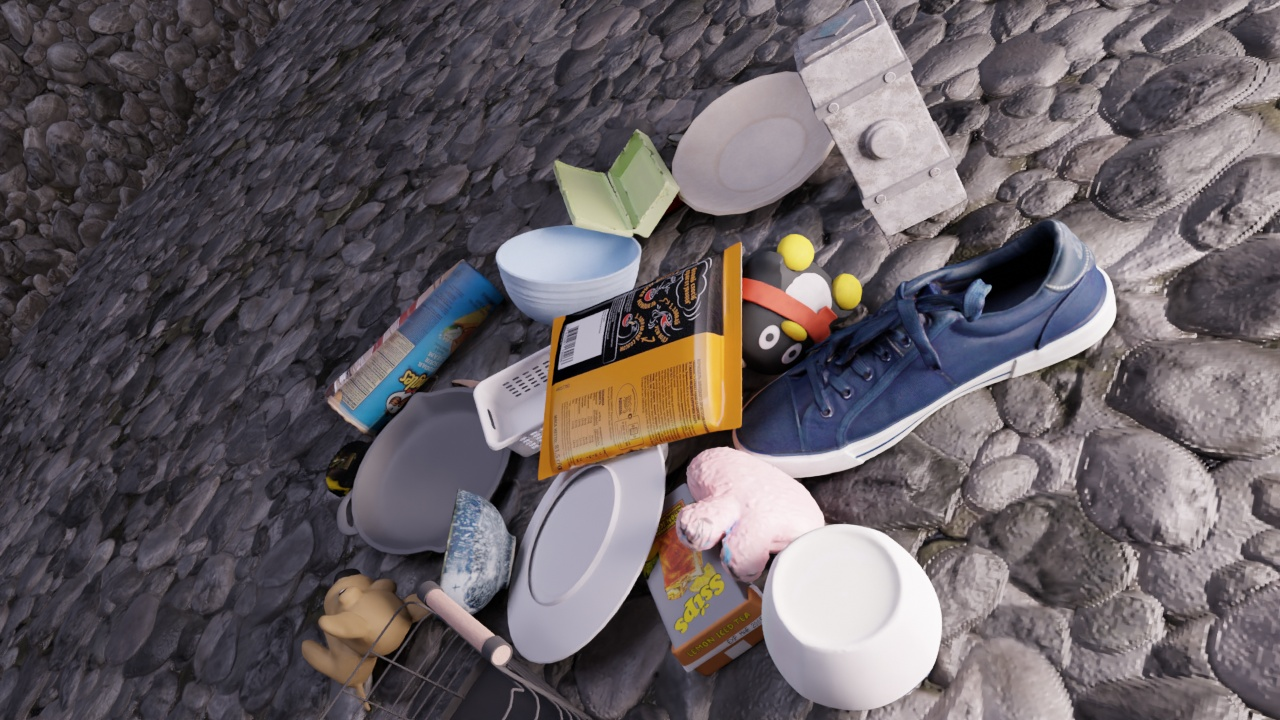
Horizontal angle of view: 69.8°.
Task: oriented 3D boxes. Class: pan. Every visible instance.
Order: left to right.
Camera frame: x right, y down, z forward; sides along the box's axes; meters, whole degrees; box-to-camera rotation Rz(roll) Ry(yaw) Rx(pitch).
[{"bbox_3d":[-0.158,0.082,0.940,0.355,0.024,0.216,-31,46,7],"label":"pan"}]

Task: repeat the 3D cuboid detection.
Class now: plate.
[{"bbox_3d":[-0.053,0.144,0.757,0.209,0.015,0.208,-42,30,31],"label":"plate"},{"bbox_3d":[0.122,-0.221,0.955,0.189,0.027,0.188,-18,52,23],"label":"plate"}]

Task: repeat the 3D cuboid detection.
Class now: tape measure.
[{"bbox_3d":[-0.327,0.122,1.042,0.063,0.038,0.067,-6,53,37],"label":"tape measure"}]

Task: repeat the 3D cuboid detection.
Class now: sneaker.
[{"bbox_3d":[0.182,-0.012,0.662,0.295,0.127,0.120,-30,40,20],"label":"sneaker"}]

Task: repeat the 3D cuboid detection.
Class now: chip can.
[{"bbox_3d":[-0.266,-0.018,1.086,0.229,0.080,0.080,-47,39,-4],"label":"chip can"}]

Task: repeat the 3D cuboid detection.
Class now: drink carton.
[{"bbox_3d":[0.042,0.161,0.684,0.076,0.048,0.124,-37,40,8],"label":"drink carton"}]

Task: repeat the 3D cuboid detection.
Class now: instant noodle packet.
[{"bbox_3d":[-0.005,0.005,0.772,0.221,0.032,0.159,-19,57,38],"label":"instant noodle packet"}]

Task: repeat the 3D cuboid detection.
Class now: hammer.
[{"bbox_3d":[0.206,-0.267,0.855,0.080,0.177,0.325,-25,30,21],"label":"hammer"}]

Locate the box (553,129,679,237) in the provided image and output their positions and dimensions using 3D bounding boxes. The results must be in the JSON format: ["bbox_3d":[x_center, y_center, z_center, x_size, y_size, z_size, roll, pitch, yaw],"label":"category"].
[{"bbox_3d":[-0.026,-0.192,1.025,0.130,0.064,0.188,-19,32,-2],"label":"box"}]

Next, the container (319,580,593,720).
[{"bbox_3d":[-0.158,0.307,0.662,0.163,0.130,0.241,19,69,47],"label":"container"}]

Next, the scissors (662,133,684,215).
[{"bbox_3d":[0.072,-0.221,1.024,0.199,0.015,0.179,-31,42,14],"label":"scissors"}]

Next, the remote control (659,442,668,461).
[{"bbox_3d":[-0.001,0.050,0.848,0.043,0.013,0.136,-29,42,18],"label":"remote control"}]

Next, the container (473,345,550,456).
[{"bbox_3d":[-0.087,0.037,0.879,0.129,0.049,0.080,-28,52,5],"label":"container"}]

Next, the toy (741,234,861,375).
[{"bbox_3d":[0.109,-0.035,0.768,0.119,0.097,0.100,-61,24,-8],"label":"toy"}]

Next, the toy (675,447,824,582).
[{"bbox_3d":[0.074,0.111,0.661,0.108,0.053,0.104,34,38,15],"label":"toy"}]

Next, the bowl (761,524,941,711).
[{"bbox_3d":[0.129,0.155,0.583,0.116,0.066,0.116,-12,51,15],"label":"bowl"}]

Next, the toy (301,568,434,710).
[{"bbox_3d":[-0.254,0.246,0.836,0.106,0.134,0.108,46,118,29],"label":"toy"}]

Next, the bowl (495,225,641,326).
[{"bbox_3d":[-0.073,-0.080,0.957,0.150,0.075,0.150,-1,30,1],"label":"bowl"}]

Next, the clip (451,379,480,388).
[{"bbox_3d":[-0.190,0.042,1.008,0.061,0.024,0.041,2,57,37],"label":"clip"}]

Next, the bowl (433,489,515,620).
[{"bbox_3d":[-0.143,0.176,0.811,0.114,0.060,0.114,-170,91,-81],"label":"bowl"}]
